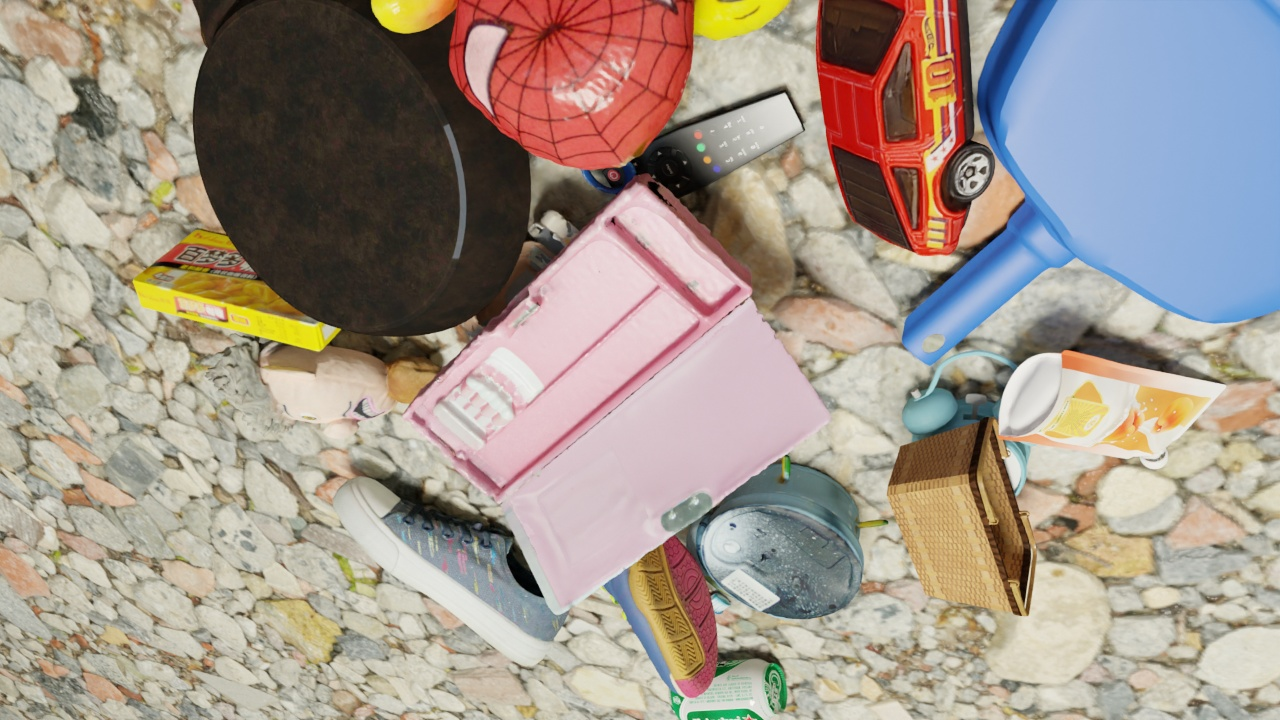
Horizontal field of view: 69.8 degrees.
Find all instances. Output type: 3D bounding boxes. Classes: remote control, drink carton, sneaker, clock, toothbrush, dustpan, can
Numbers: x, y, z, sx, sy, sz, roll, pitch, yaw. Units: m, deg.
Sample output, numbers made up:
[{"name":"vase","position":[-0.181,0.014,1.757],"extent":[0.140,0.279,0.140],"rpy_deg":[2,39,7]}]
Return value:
[{"name":"remote control","position":[0.036,-0.123,0.540],"extent":[0.125,0.010,0.039],"rpy_deg":[-18,117,31]},{"name":"drink carton","position":[0.275,0.030,0.535],"extent":[0.122,0.038,0.069],"rpy_deg":[10,127,-18]},{"name":"sneaker","position":[-0.019,0.136,0.680],"extent":[0.091,0.116,0.241],"rpy_deg":[-23,88,26]},{"name":"clock","position":[0.099,0.142,0.688],"extent":[0.118,0.059,0.162],"rpy_deg":[36,131,-7]},{"name":"toothbrush","position":[0.026,0.177,0.759],"extent":[0.132,0.021,0.016],"rpy_deg":[38,119,-25]},{"name":"dustpan","position":[0.236,-0.077,0.466],"extent":[0.245,0.059,0.258],"rpy_deg":[38,121,-9]},{"name":"clock","position":[0.212,0.046,0.587],"extent":[0.087,0.041,0.123],"rpy_deg":[5,122,18]},{"name":"can","position":[0.076,0.296,0.819],"extent":[0.101,0.053,0.053],"rpy_deg":[-16,118,31]},{"name":"sneaker","position":[-0.159,0.169,0.813],"extent":[0.235,0.087,0.079],"rpy_deg":[39,95,-6]}]

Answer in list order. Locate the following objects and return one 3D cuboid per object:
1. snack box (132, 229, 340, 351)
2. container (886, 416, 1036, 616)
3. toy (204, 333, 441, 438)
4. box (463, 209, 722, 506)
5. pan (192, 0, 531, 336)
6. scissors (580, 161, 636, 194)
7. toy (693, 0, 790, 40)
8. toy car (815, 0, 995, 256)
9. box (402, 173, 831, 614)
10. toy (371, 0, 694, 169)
[{"name":"snack box","position":[-0.283,-0.054,0.676],"extent":[0.152,0.075,0.025],"rpy_deg":[13,131,12]},{"name":"container","position":[0.198,0.097,0.563],"extent":[0.061,0.063,0.114],"rpy_deg":[-9,119,34]},{"name":"toy","position":[-0.238,0.023,0.708],"extent":[0.176,0.076,0.133],"rpy_deg":[-2,171,3]},{"name":"box","position":[-0.010,0.007,0.606],"extent":[0.216,0.094,0.107],"rpy_deg":[40,95,-10]},{"name":"pan","position":[-0.217,-0.163,0.541],"extent":[0.249,0.043,0.356],"rpy_deg":[-38,93,34]},{"name":"scissors","position":[-0.055,-0.135,0.557],"extent":[0.132,0.015,0.110],"rpy_deg":[-15,108,29]},{"name":"toy","position":[0.038,-0.207,0.454],"extent":[0.096,0.041,0.094],"rpy_deg":[8,125,28]},{"name":"toy car","position":[0.120,-0.143,0.438],"extent":[0.056,0.081,0.189],"rpy_deg":[-23,123,-14]},{"name":"box","position":[-0.021,0.025,0.552],"extent":[0.233,0.059,0.179],"rpy_deg":[-39,87,27]},{"name":"toy","position":[-0.052,-0.194,0.442],"extent":[0.148,0.098,0.216],"rpy_deg":[-24,99,29]}]
